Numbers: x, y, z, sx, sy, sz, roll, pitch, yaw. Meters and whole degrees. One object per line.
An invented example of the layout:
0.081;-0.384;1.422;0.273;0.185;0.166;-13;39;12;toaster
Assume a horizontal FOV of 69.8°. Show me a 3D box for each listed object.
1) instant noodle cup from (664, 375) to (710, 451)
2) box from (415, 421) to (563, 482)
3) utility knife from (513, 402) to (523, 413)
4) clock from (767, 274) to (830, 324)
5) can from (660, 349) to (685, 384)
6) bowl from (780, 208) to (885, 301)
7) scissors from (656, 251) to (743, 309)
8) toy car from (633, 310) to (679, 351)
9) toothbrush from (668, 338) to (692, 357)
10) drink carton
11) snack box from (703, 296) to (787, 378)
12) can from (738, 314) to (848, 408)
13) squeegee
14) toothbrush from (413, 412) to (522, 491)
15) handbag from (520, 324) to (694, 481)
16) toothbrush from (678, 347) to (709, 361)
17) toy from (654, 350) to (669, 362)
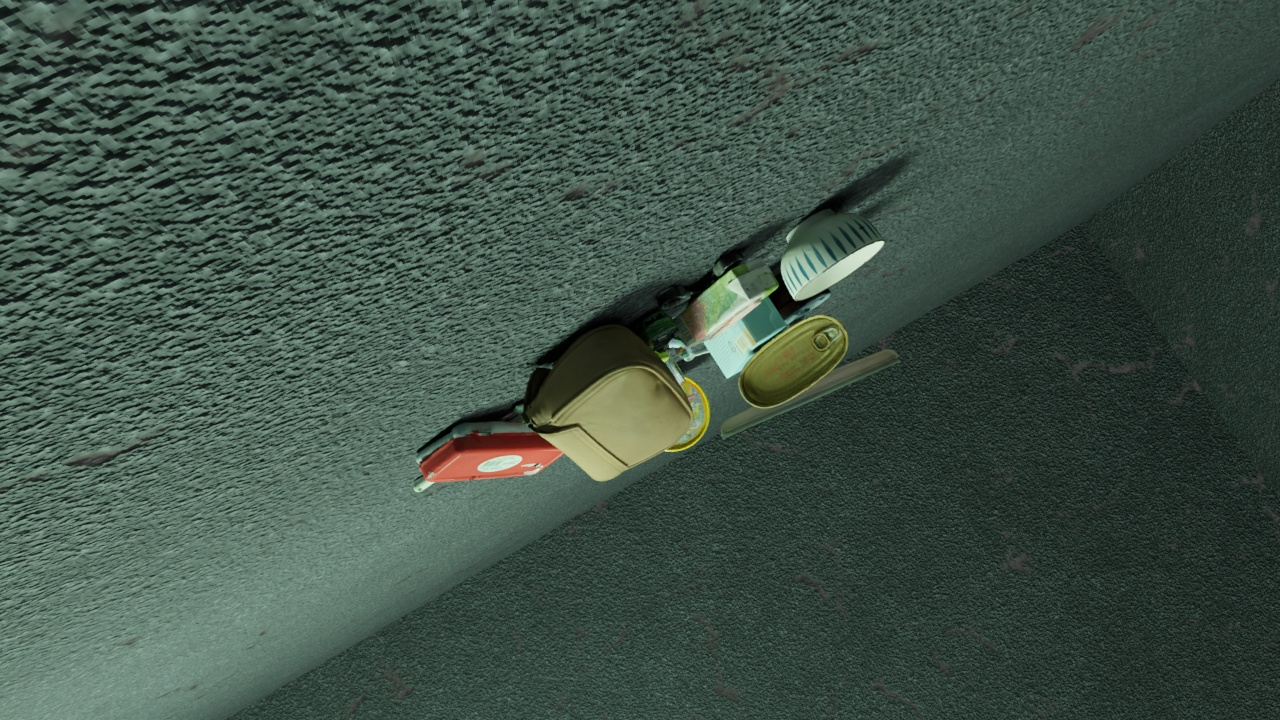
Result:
0.046;0.081;1.435;0.118;0.118;0.114;-30;177;-2;instant noodle cup
-0.165;0.101;1.066;0.087;0.047;0.200;-37;158;25;box
-0.083;0.035;1.113;0.186;0.013;0.029;-21;166;-43;utility knife
0.196;-0.082;1.228;0.122;0.055;0.082;-34;170;24;clock
-0.009;0.041;1.238;0.135;0.053;0.053;-32;170;7;can
0.203;-0.124;1.014;0.116;0.066;0.116;-30;169;-7;bowl
0.068;-0.077;1.007;0.159;0.014;0.178;-23;169;-37;scissors
0.013;-0.026;1.028;0.043;0.036;0.091;-29;169;-18;toy car
0.031;-0.020;1.162;0.189;0.029;0.021;11;97;-73;toothbrush
0.090;-0.059;0.991;0.053;0.045;0.123;-25;171;-40;drink carton
0.130;-0.039;1.190;0.051;0.074;0.175;-29;170;-14;snack box
0.189;0.001;1.129;0.148;0.074;0.049;-38;173;12;can
0.213;-0.026;1.240;0.248;0.040;0.249;-27;-154;22;squeegee
-0.203;0.110;1.117;0.190;0.020;0.029;-32;129;13;toothbrush
-0.034;0.045;0.984;0.148;0.099;0.204;-37;146;2;handbag
0.131;-0.027;1.388;0.223;0.027;0.026;-19;129;-49;toothbrush
-0.007;0.007;1.124;0.100;0.031;0.097;-11;165;-43;toy
